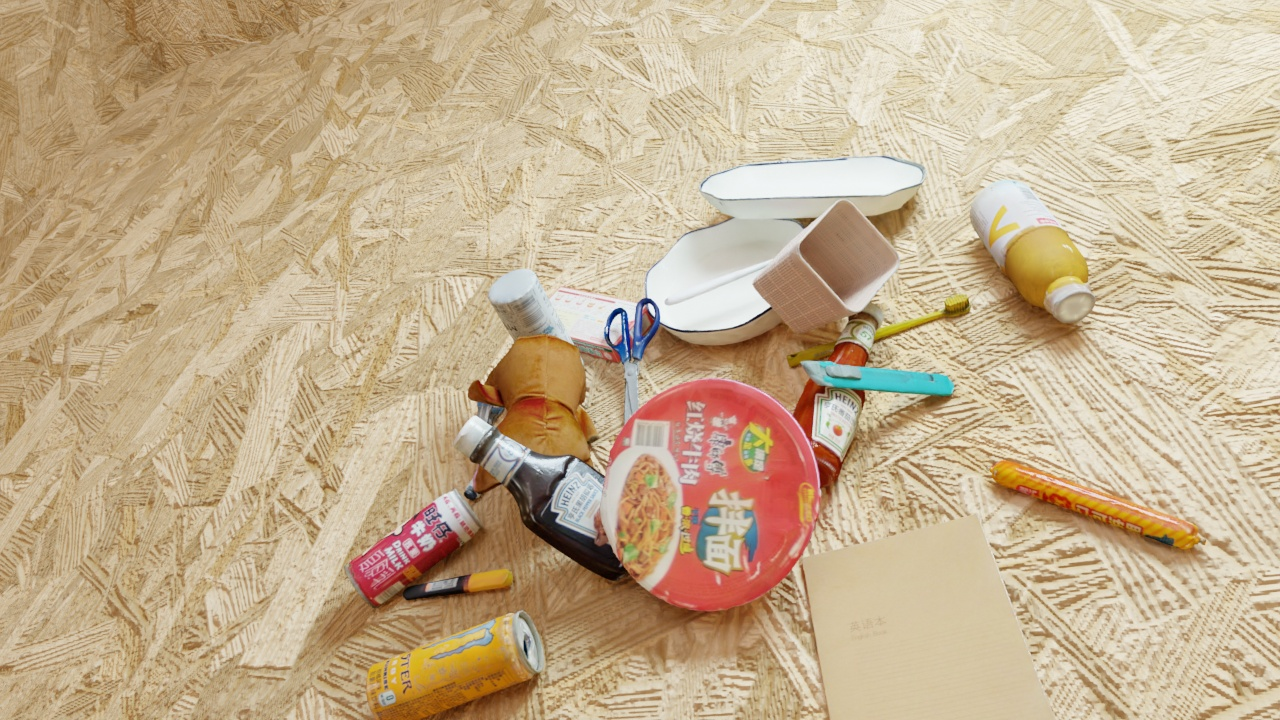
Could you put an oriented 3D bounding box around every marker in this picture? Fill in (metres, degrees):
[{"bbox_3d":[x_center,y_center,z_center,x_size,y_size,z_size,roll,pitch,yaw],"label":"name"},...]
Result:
[{"bbox_3d":[-0.152,0.101,1.013,0.023,0.018,0.130,3,46,44],"label":"marker"},{"bbox_3d":[-0.179,0.221,0.896,0.124,0.015,0.018,-13,39,21],"label":"marker"}]

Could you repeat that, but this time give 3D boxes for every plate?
[{"bbox_3d":[0.203,-0.204,1.097,0.266,0.034,0.161,0,27,17],"label":"plate"},{"bbox_3d":[0.104,-0.092,1.061,0.205,0.045,0.204,-16,40,14],"label":"plate"}]

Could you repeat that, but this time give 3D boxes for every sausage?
[{"bbox_3d":[0.347,0.110,0.712,0.165,0.021,0.021,20,57,43],"label":"sausage"}]

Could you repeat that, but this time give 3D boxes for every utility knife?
[{"bbox_3d":[0.219,0.016,0.836,0.151,0.013,0.029,5,54,-14],"label":"utility knife"}]

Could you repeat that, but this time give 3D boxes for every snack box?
[{"bbox_3d":[-0.064,-0.047,1.121,0.156,0.027,0.076,15,55,41],"label":"snack box"}]

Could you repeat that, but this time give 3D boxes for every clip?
[{"bbox_3d":[-0.180,0.070,1.064,0.027,0.045,0.058,-4,49,24],"label":"clip"}]

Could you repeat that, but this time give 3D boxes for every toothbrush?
[{"bbox_3d":[0.241,-0.030,0.935,0.190,0.016,0.015,-18,42,11],"label":"toothbrush"},{"bbox_3d":[0.109,-0.098,1.015,0.180,0.016,0.016,-21,37,8],"label":"toothbrush"}]

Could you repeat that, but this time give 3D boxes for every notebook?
[{"bbox_3d":[0.207,0.217,0.682,0.150,0.012,0.211,-17,39,14],"label":"notebook"}]

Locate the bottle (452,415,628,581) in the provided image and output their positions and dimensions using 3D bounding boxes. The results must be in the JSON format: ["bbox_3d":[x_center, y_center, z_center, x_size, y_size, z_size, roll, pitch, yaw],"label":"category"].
[{"bbox_3d":[-0.082,0.119,0.835,0.195,0.044,0.079,35,58,0],"label":"bottle"}]

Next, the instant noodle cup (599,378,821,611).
[{"bbox_3d":[0.064,0.115,0.789,0.194,0.065,0.193,-5,77,23],"label":"instant noodle cup"}]

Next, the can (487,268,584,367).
[{"bbox_3d":[-0.115,-0.031,1.036,0.058,0.147,0.058,-15,40,13],"label":"can"}]

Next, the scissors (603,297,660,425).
[{"bbox_3d":[-0.019,0.009,1.013,0.125,0.012,0.173,11,71,41],"label":"scissors"}]

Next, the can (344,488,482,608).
[{"bbox_3d":[-0.228,0.188,0.927,0.132,0.053,0.053,-36,39,-11],"label":"can"}]

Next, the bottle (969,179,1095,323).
[{"bbox_3d":[0.384,-0.107,0.899,0.068,0.068,0.189,-19,39,10],"label":"bottle"}]

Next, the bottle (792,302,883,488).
[{"bbox_3d":[0.187,0.026,0.866,0.060,0.060,0.205,5,50,33],"label":"bottle"}]

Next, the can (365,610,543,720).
[{"bbox_3d":[-0.161,0.268,0.795,0.146,0.058,0.058,-22,39,6],"label":"can"}]

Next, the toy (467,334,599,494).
[{"bbox_3d":[-0.109,0.070,0.943,0.140,0.131,0.199,5,39,-13],"label":"toy"}]

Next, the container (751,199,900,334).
[{"bbox_3d":[0.181,-0.088,0.926,0.090,0.090,0.111,-46,6,-24],"label":"container"}]
